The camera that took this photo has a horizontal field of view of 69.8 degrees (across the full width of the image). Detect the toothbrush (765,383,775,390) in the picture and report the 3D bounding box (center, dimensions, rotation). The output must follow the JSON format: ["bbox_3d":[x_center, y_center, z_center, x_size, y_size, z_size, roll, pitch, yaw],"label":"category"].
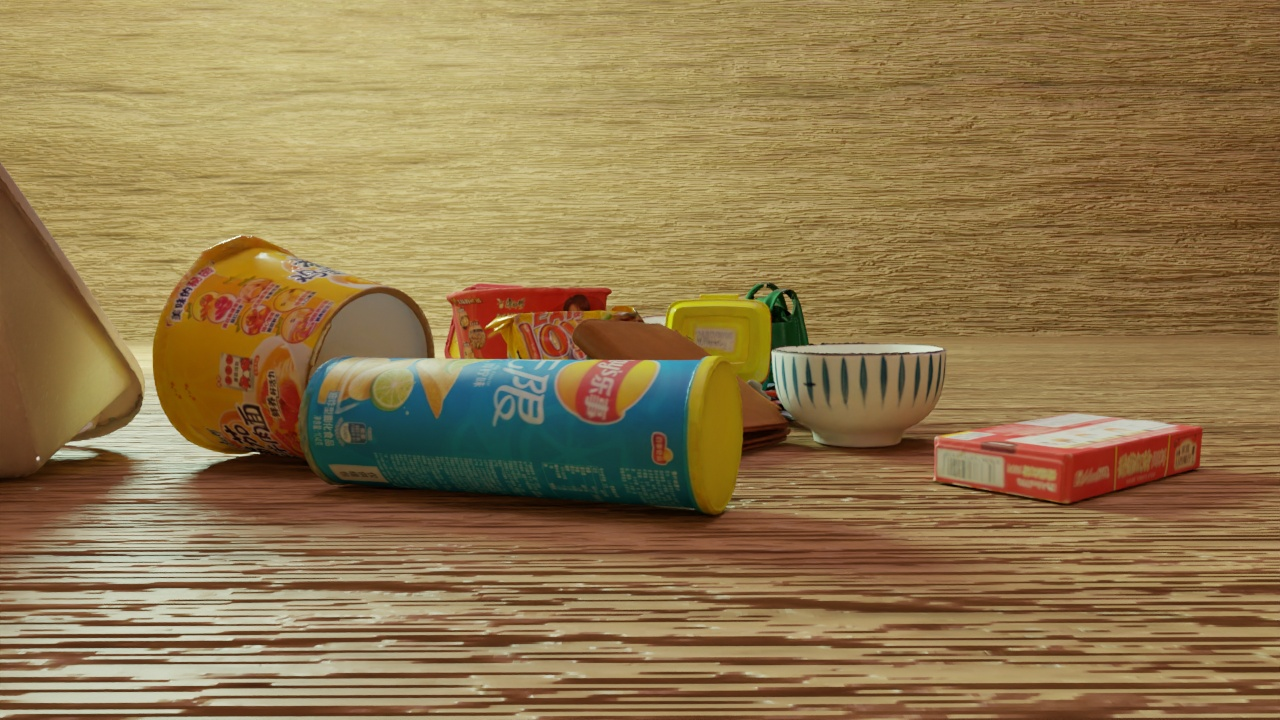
[{"bbox_3d":[0.125,0.030,1.017,0.190,0.016,0.014,-1,11,45],"label":"toothbrush"}]

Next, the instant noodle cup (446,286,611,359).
[{"bbox_3d":[-0.090,-0.005,0.769,0.138,0.108,0.138,-2,2,0],"label":"instant noodle cup"}]

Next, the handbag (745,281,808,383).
[{"bbox_3d":[0.160,-0.030,1.086,0.068,0.120,0.131,-2,11,1],"label":"handbag"}]

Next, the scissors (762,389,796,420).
[{"bbox_3d":[0.101,0.037,0.782,0.221,0.021,0.233,-1,2,1],"label":"scissors"}]

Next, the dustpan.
[{"bbox_3d":[-0.419,-0.033,0.524,0.222,0.274,0.138,2,28,-2],"label":"dustpan"}]

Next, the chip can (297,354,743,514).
[{"bbox_3d":[-0.060,0.032,0.449,0.210,0.071,0.071,1,4,22],"label":"chip can"}]

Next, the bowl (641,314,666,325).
[{"bbox_3d":[-0.005,0.005,0.874,0.113,0.062,0.113,-16,17,5],"label":"bowl"}]

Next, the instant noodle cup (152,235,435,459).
[{"bbox_3d":[-0.202,0.001,0.561,0.110,0.138,0.137,10,8,27],"label":"instant noodle cup"}]

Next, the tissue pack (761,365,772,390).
[{"bbox_3d":[0.058,0.014,0.942,0.134,0.050,0.093,3,4,36],"label":"tissue pack"}]

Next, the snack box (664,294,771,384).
[{"bbox_3d":[0.072,-0.013,0.805,0.091,0.082,0.080,1,-8,15],"label":"snack box"}]

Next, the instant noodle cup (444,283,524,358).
[{"bbox_3d":[-0.158,-0.026,1.128,0.116,0.116,0.123,6,-10,32],"label":"instant noodle cup"}]

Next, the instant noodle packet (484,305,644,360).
[{"bbox_3d":[-0.041,0.006,0.673,0.128,0.110,0.044,-4,-31,-37],"label":"instant noodle packet"}]

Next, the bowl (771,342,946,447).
[{"bbox_3d":[0.149,0.023,0.630,0.116,0.066,0.116,-1,4,0],"label":"bowl"}]

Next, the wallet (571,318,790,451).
[{"bbox_3d":[0.030,0.015,0.623,0.132,0.031,0.107,40,24,30],"label":"wallet"}]

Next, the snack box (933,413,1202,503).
[{"bbox_3d":[0.235,0.050,0.500,0.152,0.025,0.075,-3,5,-38],"label":"snack box"}]
